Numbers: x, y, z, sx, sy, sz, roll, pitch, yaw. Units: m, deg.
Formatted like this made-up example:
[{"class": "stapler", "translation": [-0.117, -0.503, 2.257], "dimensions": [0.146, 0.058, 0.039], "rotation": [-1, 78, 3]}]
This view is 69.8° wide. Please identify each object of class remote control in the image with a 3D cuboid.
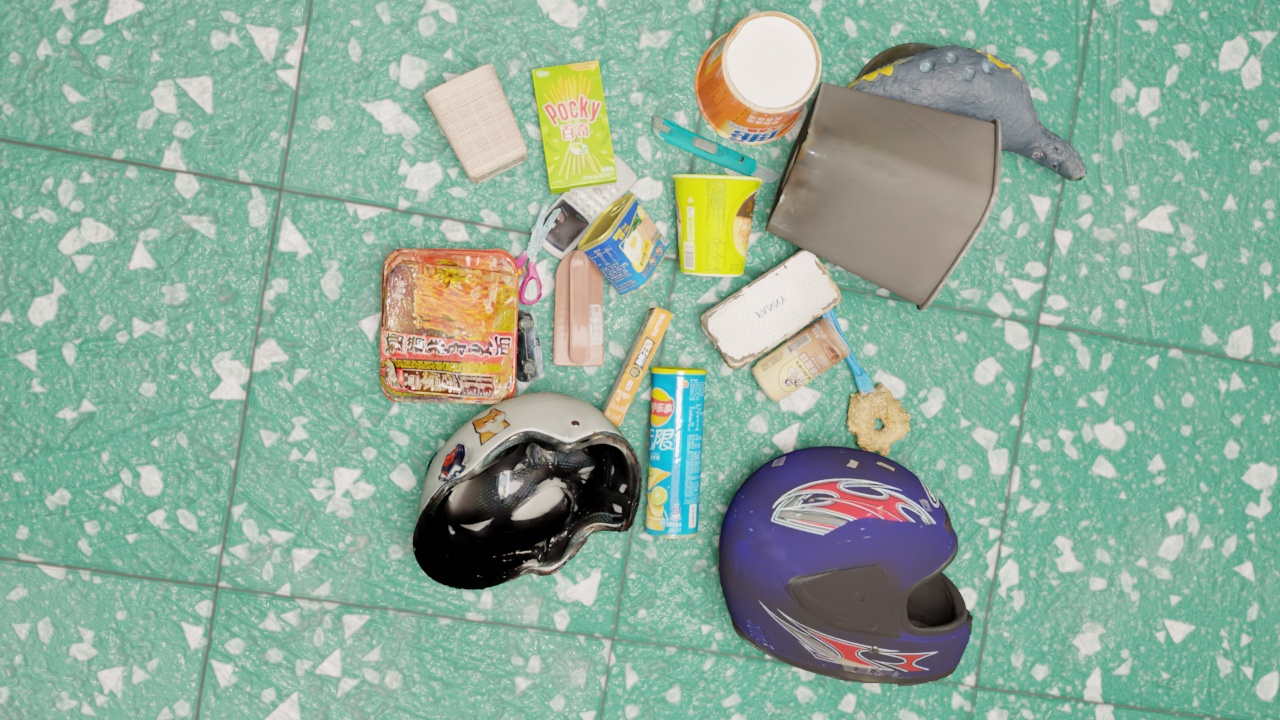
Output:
[{"class": "remote control", "translation": [-0.072, -0.197, 1.160], "dimensions": [0.058, 0.021, 0.150], "rotation": [42, 87, -5]}]

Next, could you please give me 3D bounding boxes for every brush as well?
[{"class": "brush", "translation": [0.275, 0.005, 1.198], "dimensions": [0.083, 0.046, 0.254], "rotation": [-26, 90, -1]}, {"class": "brush", "translation": [-0.076, -0.066, 1.139], "dimensions": [0.063, 0.073, 0.145], "rotation": [1, 90, -5]}]

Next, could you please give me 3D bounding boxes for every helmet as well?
[{"class": "helmet", "translation": [-0.143, 0.135, 1.088], "dimensions": [0.274, 0.156, 0.230], "rotation": [-29, 133, 5]}, {"class": "helmet", "translation": [0.253, 0.227, 1.089], "dimensions": [0.315, 0.247, 0.241], "rotation": [11, 109, 0]}]

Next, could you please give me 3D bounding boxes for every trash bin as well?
[{"class": "trash bin", "translation": [0.284, -0.206, 1.101], "dimensions": [0.220, 0.199, 0.198], "rotation": [19, 49, 2]}]

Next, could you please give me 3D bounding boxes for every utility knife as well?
[{"class": "utility knife", "translation": [0.096, -0.269, 1.179], "dimensions": [0.182, 0.013, 0.029], "rotation": [22, 90, -6]}]

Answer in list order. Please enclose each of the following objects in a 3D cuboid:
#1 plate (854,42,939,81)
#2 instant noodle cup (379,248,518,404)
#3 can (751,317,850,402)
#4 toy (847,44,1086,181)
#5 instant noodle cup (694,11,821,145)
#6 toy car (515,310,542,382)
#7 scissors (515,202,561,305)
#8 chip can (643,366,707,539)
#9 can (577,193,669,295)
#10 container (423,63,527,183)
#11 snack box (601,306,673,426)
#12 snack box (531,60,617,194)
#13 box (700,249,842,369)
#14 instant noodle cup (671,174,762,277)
[{"class": "plate", "translation": [0.363, -0.329, 1.199], "dimensions": [0.179, 0.024, 0.179], "rotation": [0, 91, -6]}, {"class": "instant noodle cup", "translation": [-0.229, -0.043, 1.116], "dimensions": [0.164, 0.079, 0.189], "rotation": [3, 94, -2]}, {"class": "can", "translation": [0.203, 0.000, 1.162], "dimensions": [0.116, 0.058, 0.058], "rotation": [-36, 95, 13]}, {"class": "toy", "translation": [0.401, -0.316, 1.147], "dimensions": [0.356, 0.091, 0.138], "rotation": [16, 106, -2]}, {"class": "instant noodle cup", "translation": [0.149, -0.352, 1.132], "dimensions": [0.151, 0.111, 0.151], "rotation": [0, 91, -6]}, {"class": "toy car", "translation": [-0.144, -0.018, 1.149], "dimensions": [0.034, 0.043, 0.090], "rotation": [-9, 96, -33]}, {"class": "scissors", "translation": [-0.128, -0.130, 1.145], "dimensions": [0.073, 0.017, 0.137], "rotation": [34, 103, -4]}, {"class": "chip can", "translation": [0.043, 0.114, 1.157], "dimensions": [0.071, 0.071, 0.210], "rotation": [3, 92, -6]}, {"class": "can", "translation": [-0.018, -0.141, 1.124], "dimensions": [0.083, 0.057, 0.101], "rotation": [50, 45, -21]}, {"class": "container", "translation": [-0.194, -0.283, 1.113], "dimensions": [0.090, 0.090, 0.111], "rotation": [-27, 97, -5]}, {"class": "snack box", "translation": [-0.007, 0.007, 1.146], "dimensions": [0.026, 0.075, 0.153], "rotation": [25, 89, -5]}, {"class": "snack box", "translation": [-0.082, -0.290, 1.141], "dimensions": [0.086, 0.026, 0.156], "rotation": [-8, 84, -3]}, {"class": "box", "translation": [0.169, -0.068, 1.159], "dimensions": [0.184, 0.061, 0.090], "rotation": [-31, 86, -1]}, {"class": "instant noodle cup", "translation": [0.092, -0.167, 1.142], "dimensions": [0.111, 0.111, 0.123], "rotation": [1, 100, -6]}]
